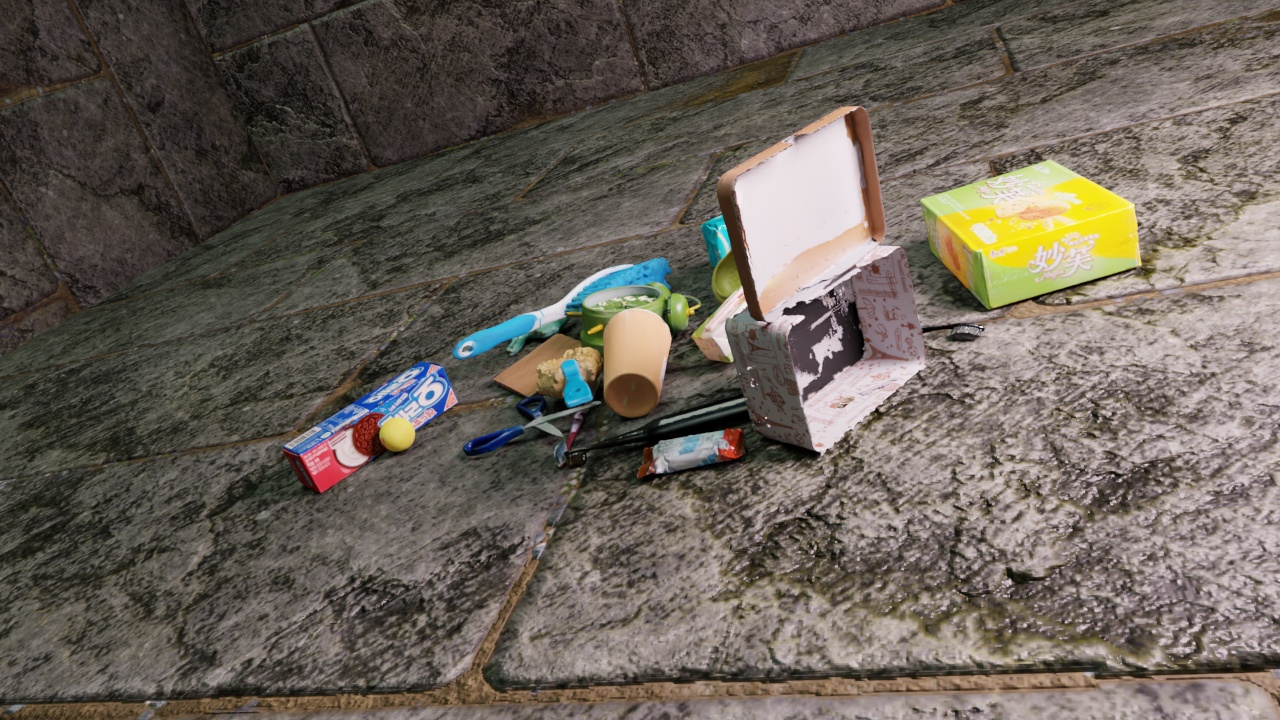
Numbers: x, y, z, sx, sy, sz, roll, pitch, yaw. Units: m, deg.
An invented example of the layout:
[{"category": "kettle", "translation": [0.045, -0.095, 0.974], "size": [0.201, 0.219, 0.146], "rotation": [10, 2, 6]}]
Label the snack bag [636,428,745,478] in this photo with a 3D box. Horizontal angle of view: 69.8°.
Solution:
[{"category": "snack bag", "translation": [0.047, 0.084, 0.844], "size": [0.105, 0.026, 0.045], "rotation": [-12, 34, 18]}]

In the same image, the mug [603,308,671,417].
[{"category": "mug", "translation": [-0.006, 0.006, 1.003], "size": [0.078, 0.078, 0.122], "rotation": [-15, 30, 11]}]

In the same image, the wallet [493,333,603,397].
[{"category": "wallet", "translation": [-0.116, 0.007, 1.146], "size": [0.115, 0.020, 0.101], "rotation": [-34, 28, -23]}]

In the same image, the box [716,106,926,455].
[{"category": "box", "translation": [0.156, -0.072, 0.810], "size": [0.176, 0.260, 0.082], "rotation": [-34, 29, -30]}]

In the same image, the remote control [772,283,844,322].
[{"category": "remote control", "translation": [0.192, -0.055, 1.012], "size": [0.135, 0.019, 0.056], "rotation": [-23, 23, 21]}]

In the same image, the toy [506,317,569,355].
[{"category": "toy", "translation": [-0.144, -0.040, 1.260], "size": [0.092, 0.030, 0.096], "rotation": [-9, 33, 34]}]

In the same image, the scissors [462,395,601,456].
[{"category": "scissors", "translation": [-0.121, 0.069, 1.004], "size": [0.174, 0.012, 0.162], "rotation": [-25, 17, 3]}]

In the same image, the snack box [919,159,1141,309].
[{"category": "snack box", "translation": [0.413, -0.142, 0.998], "size": [0.158, 0.070, 0.209], "rotation": [-17, 24, 7]}]

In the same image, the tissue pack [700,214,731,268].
[{"category": "tissue pack", "translation": [0.151, -0.158, 1.205], "size": [0.133, 0.093, 0.050], "rotation": [-26, 20, -14]}]

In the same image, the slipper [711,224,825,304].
[{"category": "slipper", "translation": [0.142, -0.128, 1.088], "size": [0.081, 0.091, 0.191], "rotation": [11, -35, -39]}]

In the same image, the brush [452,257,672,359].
[{"category": "brush", "translation": [-0.094, -0.065, 1.205], "size": [0.110, 0.060, 0.313], "rotation": [5, 27, 44]}]

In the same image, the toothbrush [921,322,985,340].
[{"category": "toothbrush", "translation": [0.257, -0.028, 0.944], "size": [0.190, 0.014, 0.016], "rotation": [0, 54, 39]}]

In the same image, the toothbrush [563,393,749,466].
[{"category": "toothbrush", "translation": [0.025, 0.068, 0.901], "size": [0.213, 0.027, 0.026], "rotation": [-17, -20, 9]}]

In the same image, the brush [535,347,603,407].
[{"category": "brush", "translation": [-0.071, 0.021, 0.954], "size": [0.083, 0.046, 0.254], "rotation": [-18, 7, -4]}]

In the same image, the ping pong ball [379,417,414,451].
[{"category": "ping pong ball", "translation": [-0.285, 0.087, 1.075], "size": [0.040, 0.040, 0.040], "rotation": [-16, 24, 7]}]

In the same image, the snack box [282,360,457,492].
[{"category": "snack box", "translation": [-0.321, 0.075, 1.107], "size": [0.206, 0.058, 0.057], "rotation": [-36, 29, -33]}]

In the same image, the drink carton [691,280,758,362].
[{"category": "drink carton", "translation": [0.117, -0.054, 1.021], "size": [0.122, 0.045, 0.053], "rotation": [-44, 20, -14]}]

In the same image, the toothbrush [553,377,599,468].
[{"category": "toothbrush", "translation": [-0.069, 0.059, 0.999], "size": [0.016, 0.017, 0.187], "rotation": [-12, 25, 16]}]

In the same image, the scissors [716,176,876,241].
[{"category": "scissors", "translation": [0.191, -0.190, 1.168], "size": [0.235, 0.022, 0.148], "rotation": [23, 12, 0]}]

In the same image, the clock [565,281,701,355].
[{"category": "clock", "translation": [-0.003, -0.055, 1.130], "size": [0.161, 0.056, 0.116], "rotation": [-14, 23, -17]}]
